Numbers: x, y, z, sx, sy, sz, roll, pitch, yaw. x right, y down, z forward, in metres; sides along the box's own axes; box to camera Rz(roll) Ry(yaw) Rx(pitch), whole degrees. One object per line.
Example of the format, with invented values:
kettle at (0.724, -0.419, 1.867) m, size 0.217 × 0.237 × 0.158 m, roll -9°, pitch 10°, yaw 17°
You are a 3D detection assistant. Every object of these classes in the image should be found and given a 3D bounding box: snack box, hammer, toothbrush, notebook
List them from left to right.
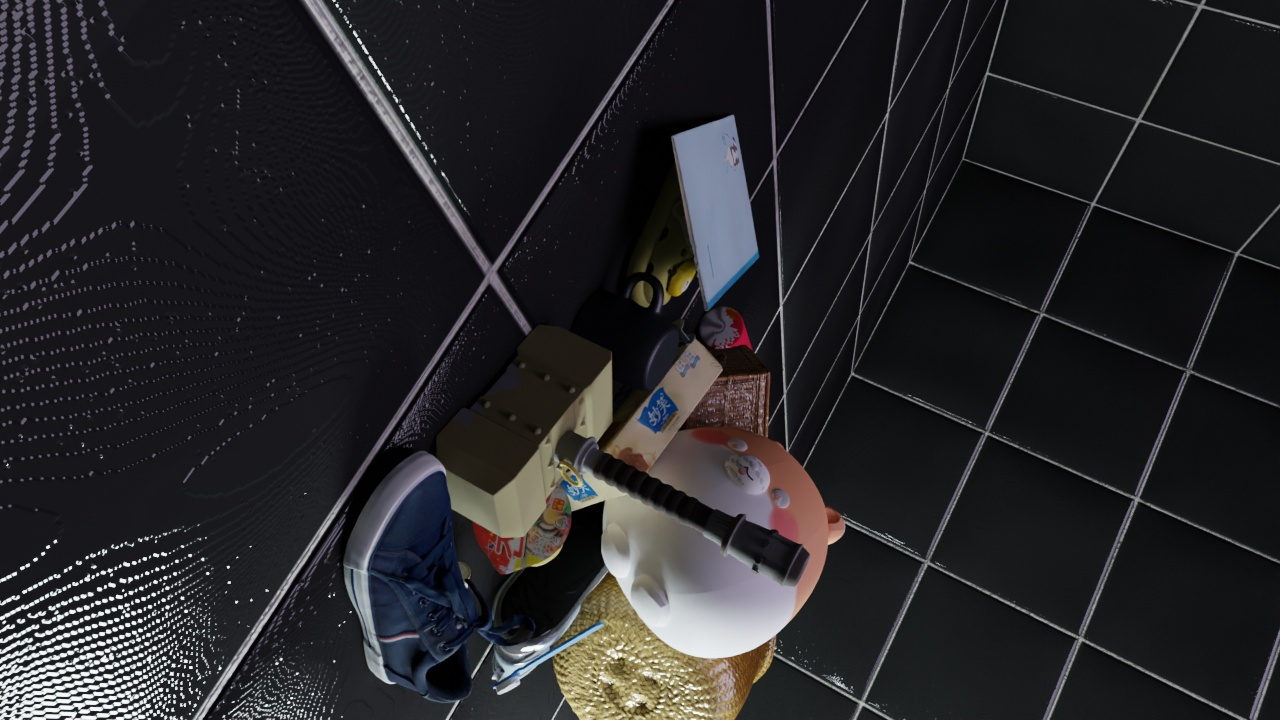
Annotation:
toothbrush at (-0.108, 0.350, 1.076) m, size 0.167 × 0.014 × 0.016 m, roll -35°, pitch 150°, yaw 17°
snack box at (-0.013, 0.077, 1.058) m, size 0.154 × 0.055 × 0.206 m, roll -28°, pitch -162°, yaw 52°
hammer at (-0.001, 0.113, 0.832) m, size 0.189 × 0.325 × 0.101 m, roll -52°, pitch 157°, yaw -33°
notebook at (0.089, -0.174, 1.026) m, size 0.252 × 0.009 × 0.181 m, roll -46°, pitch 127°, yaw -63°

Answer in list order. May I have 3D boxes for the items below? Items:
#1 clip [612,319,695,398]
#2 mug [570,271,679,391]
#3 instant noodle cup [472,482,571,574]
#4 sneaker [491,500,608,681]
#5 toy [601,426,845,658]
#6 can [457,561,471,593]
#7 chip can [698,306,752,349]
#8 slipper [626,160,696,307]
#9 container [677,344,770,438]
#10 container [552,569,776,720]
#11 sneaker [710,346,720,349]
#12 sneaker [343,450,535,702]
clip at (-0.011, 0.010, 1.081) m, size 0.164 × 0.031 × 0.169 m, roll -40°, pitch -172°, yaw -12°
mug at (-0.010, -0.036, 0.980) m, size 0.085 × 0.094 × 0.122 m, roll -18°, pitch 131°, yaw -65°
instant noodle cup at (-0.118, 0.176, 0.978) m, size 0.100 × 0.100 × 0.112 m, roll -59°, pitch 169°, yaw -16°
sneaker at (-0.105, 0.297, 1.184) m, size 0.255 × 0.093 × 0.161 m, roll -46°, pitch 163°, yaw -46°
toy at (0.096, 0.201, 1.085) m, size 0.280 × 0.262 × 0.266 m, roll -22°, pitch 147°, yaw -26°
can at (-0.191, 0.245, 0.950) m, size 0.031 × 0.031 × 0.081 m, roll -45°, pitch 153°, yaw -45°
chip can at (0.142, -0.017, 1.454) m, size 0.069 × 0.069 × 0.220 m, roll -62°, pitch 161°, yaw -9°
slipper at (0.050, -0.141, 1.035) m, size 0.190 × 0.082 × 0.091 m, roll -70°, pitch 163°, yaw 6°
container at (0.104, 0.085, 1.242) m, size 0.113 × 0.112 × 0.199 m, roll -116°, pitch -156°, yaw -68°
container at (0.029, 0.429, 1.360) m, size 0.196 × 0.307 × 0.308 m, roll -37°, pitch 147°, yaw -61°
sneaker at (0.110, 0.121, 1.368) m, size 0.111 × 0.116 × 0.294 m, roll -47°, pitch 154°, yaw -56°
sneaker at (-0.174, 0.207, 0.811) m, size 0.120 × 0.127 × 0.295 m, roll -43°, pitch 150°, yaw -45°
